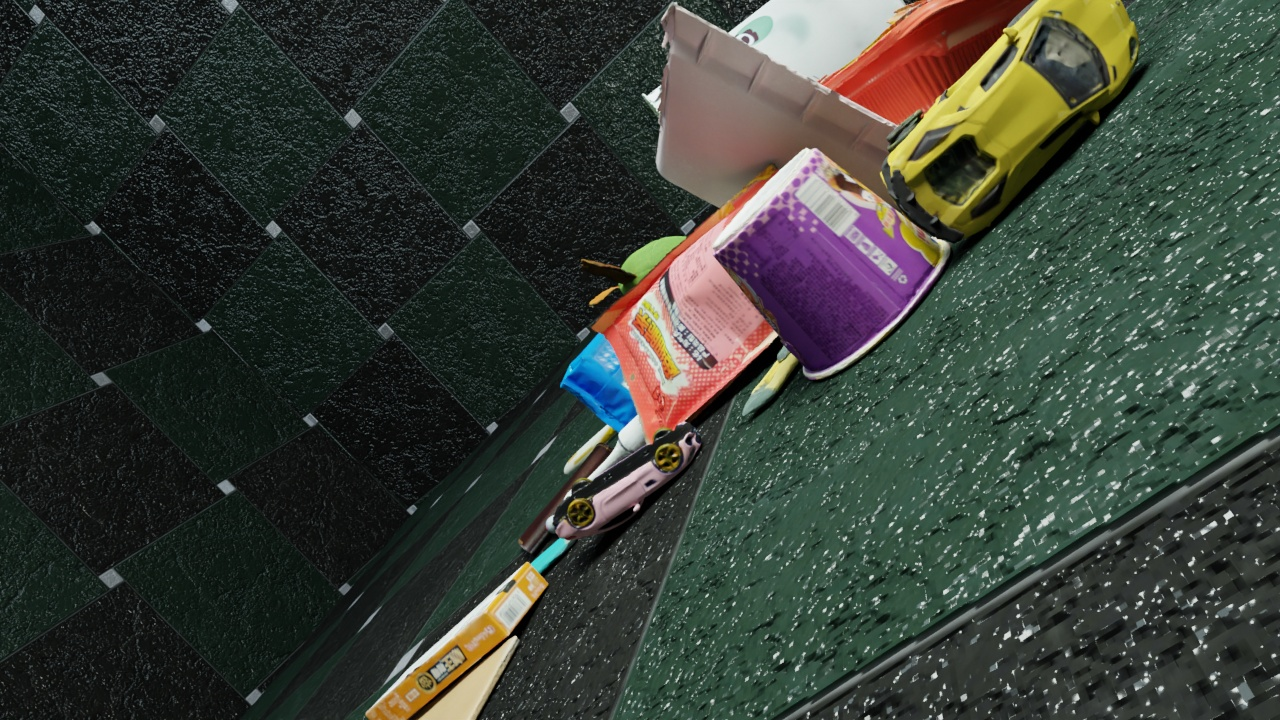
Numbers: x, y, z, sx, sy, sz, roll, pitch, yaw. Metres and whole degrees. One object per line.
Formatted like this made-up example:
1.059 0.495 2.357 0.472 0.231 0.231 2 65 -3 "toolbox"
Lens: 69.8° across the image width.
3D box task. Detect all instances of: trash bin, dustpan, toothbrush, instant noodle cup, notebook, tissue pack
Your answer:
0.168 -0.284 1.001 0.252 0.229 0.229 -41 7 9 "trash bin"
0.120 -0.194 0.709 0.138 0.222 0.274 -61 3 -18 "dustpan"
-0.016 0.060 0.956 0.192 0.016 0.018 -44 15 18 "toothbrush"
0.231 -0.235 0.724 0.164 0.079 0.189 -29 2 -18 "instant noodle cup"
-0.157 0.275 0.570 0.148 0.008 0.207 -43 7 29 "notebook"
-0.005 0.005 0.865 0.052 0.095 0.156 -49 3 46 "tissue pack"
0.103 -0.061 0.535 0.111 0.099 0.111 -47 5 5 "instant noodle cup"
0.010 0.052 0.775 0.221 0.026 0.026 -45 34 18 "toothbrush"

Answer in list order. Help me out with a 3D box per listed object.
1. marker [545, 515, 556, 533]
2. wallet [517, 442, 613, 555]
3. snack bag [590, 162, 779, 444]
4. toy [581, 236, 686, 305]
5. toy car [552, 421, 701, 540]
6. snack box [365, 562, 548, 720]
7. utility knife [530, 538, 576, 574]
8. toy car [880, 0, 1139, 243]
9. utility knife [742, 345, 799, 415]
-0.048 0.124 0.755 0.017 0.017 0.146 -51 7 -32 "marker"
-0.072 0.131 0.873 0.122 0.020 0.096 -49 2 -13 "wallet"
0.051 -0.039 0.687 0.073 0.128 0.208 6 -42 -46 "snack bag"
0.041 -0.096 1.055 0.227 0.090 0.246 -8 0 19 "toy"
-0.008 0.087 0.644 0.122 0.037 0.056 -34 10 5 "toy car"
-0.137 0.216 0.687 0.154 0.026 0.075 -44 -2 24 "snack box"
-0.119 0.202 0.750 0.205 0.013 0.029 -43 9 11 "utility knife"
0.196 -0.132 0.484 0.156 0.071 0.041 -45 5 8 "toy car"
0.116 -0.023 0.614 0.164 0.018 0.031 -45 10 -30 "utility knife"
